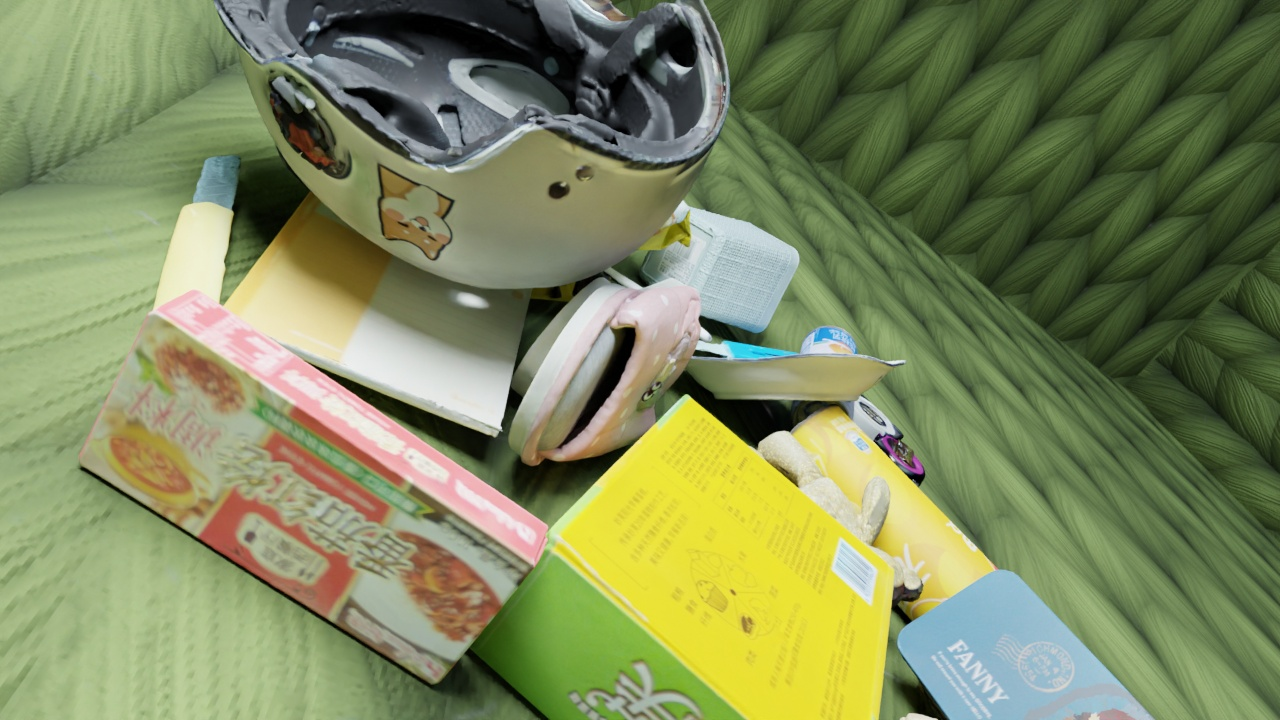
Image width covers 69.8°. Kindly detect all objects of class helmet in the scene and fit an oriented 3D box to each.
[{"bbox_3d":[-0.094,-0.134,0.518,0.274,0.157,0.229,21,44,8],"label":"helmet"}]

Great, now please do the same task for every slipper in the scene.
[{"bbox_3d":[-0.003,0.003,0.550,0.054,0.114,0.274,31,14,8],"label":"slipper"}]

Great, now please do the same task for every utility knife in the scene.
[{"bbox_3d":[-0.215,-0.056,0.452,0.031,0.022,0.215,8,40,-24],"label":"utility knife"},{"bbox_3d":[0.097,-0.004,0.841,0.218,0.018,0.034,9,36,-49],"label":"utility knife"}]

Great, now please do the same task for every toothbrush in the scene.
[{"bbox_3d":[-0.008,-0.071,0.809,0.180,0.016,0.016,35,23,-8],"label":"toothbrush"}]

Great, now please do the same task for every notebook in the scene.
[{"bbox_3d":[-0.133,-0.049,0.528,0.146,0.010,0.205,24,32,-14],"label":"notebook"}]

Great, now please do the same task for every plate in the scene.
[{"bbox_3d":[0.113,0.014,0.713,0.164,0.034,0.164,-1,-3,30],"label":"plate"}]

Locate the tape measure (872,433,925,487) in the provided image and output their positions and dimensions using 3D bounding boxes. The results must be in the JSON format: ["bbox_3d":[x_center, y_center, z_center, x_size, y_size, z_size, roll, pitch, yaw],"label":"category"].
[{"bbox_3d":[0.223,0.094,0.813,0.057,0.039,0.057,37,22,-3],"label":"tape measure"}]

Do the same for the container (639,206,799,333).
[{"bbox_3d":[0.070,-0.087,0.856,0.111,0.090,0.090,9,23,-45],"label":"container"}]

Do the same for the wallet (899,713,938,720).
[{"bbox_3d":[0.172,0.232,0.458,0.115,0.024,0.087,57,4,37],"label":"wallet"}]

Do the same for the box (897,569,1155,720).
[{"bbox_3d":[0.221,0.200,0.503,0.062,0.090,0.184,58,-3,-40],"label":"box"}]

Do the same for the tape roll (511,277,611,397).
[{"bbox_3d":[-0.044,-0.013,0.544,0.014,0.086,0.085,40,22,5],"label":"tape roll"}]

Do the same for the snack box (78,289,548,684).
[{"bbox_3d":[-0.115,0.048,0.328,0.153,0.075,0.025,36,23,-7],"label":"snack box"}]

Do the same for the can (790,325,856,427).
[{"bbox_3d":[0.167,0.021,0.830,0.053,0.053,0.134,36,31,-6],"label":"can"}]

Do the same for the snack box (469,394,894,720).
[{"bbox_3d":[0.035,0.114,0.440,0.157,0.070,0.209,40,22,5],"label":"snack box"}]

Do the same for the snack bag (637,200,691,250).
[{"bbox_3d":[-0.084,-0.156,0.759,0.246,0.068,0.158,5,36,-41],"label":"snack bag"}]

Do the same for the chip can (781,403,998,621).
[{"bbox_3d":[0.187,0.128,0.647,0.213,0.072,0.072,49,24,26],"label":"chip can"}]

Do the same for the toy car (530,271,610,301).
[{"bbox_3d":[-0.089,-0.071,0.647,0.155,0.041,0.071,-2,44,-45],"label":"toy car"}]

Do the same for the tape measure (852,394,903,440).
[{"bbox_3d":[0.209,0.061,0.865,0.066,0.034,0.066,47,21,25],"label":"tape measure"}]

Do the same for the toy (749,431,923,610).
[{"bbox_3d":[0.114,0.106,0.605,0.105,0.066,0.157,-15,44,-23],"label":"toy"}]
